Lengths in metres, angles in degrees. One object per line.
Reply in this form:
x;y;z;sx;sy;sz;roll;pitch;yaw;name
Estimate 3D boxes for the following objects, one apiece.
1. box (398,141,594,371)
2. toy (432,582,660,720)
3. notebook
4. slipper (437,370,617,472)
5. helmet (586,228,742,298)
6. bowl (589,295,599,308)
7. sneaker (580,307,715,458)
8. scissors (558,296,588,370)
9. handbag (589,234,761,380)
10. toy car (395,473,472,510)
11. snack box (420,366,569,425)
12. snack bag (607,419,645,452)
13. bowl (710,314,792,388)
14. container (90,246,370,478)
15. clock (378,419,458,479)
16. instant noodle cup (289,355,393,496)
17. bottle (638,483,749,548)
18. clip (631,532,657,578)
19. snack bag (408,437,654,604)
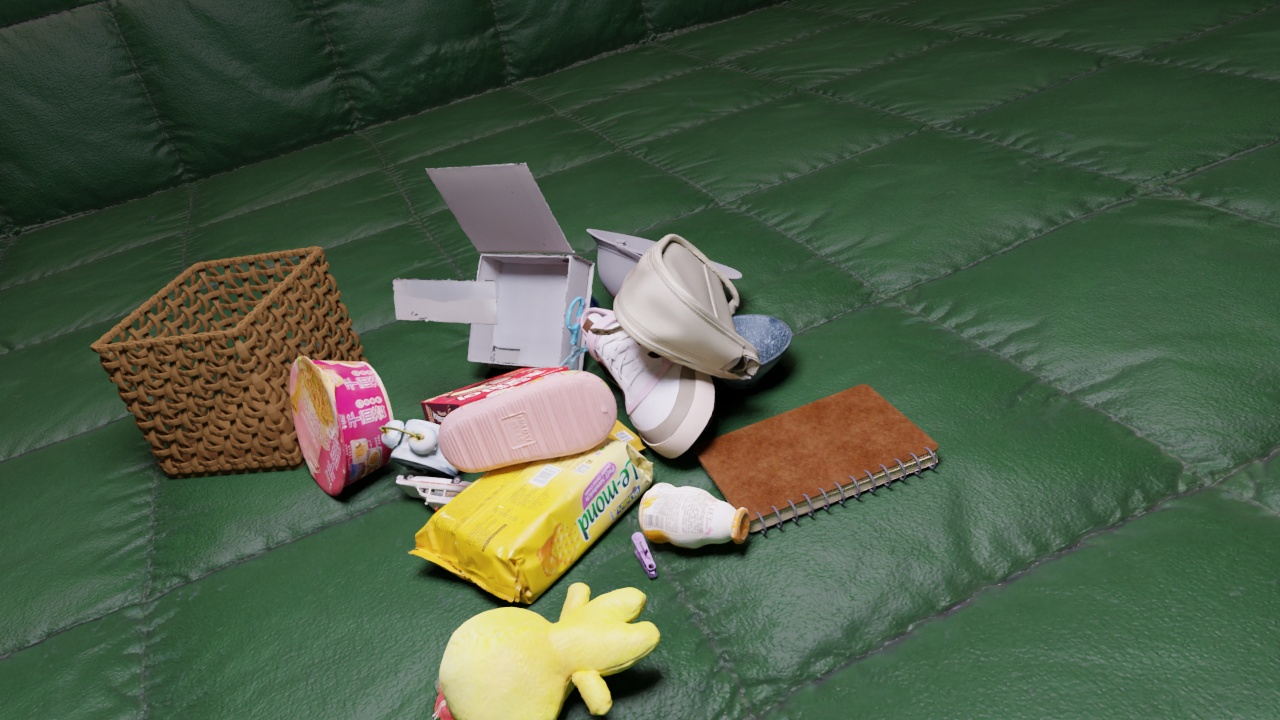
-0.182;-0.131;1.239;0.167;0.330;0.164;4;47;28;box
-0.087;0.257;0.794;0.207;0.092;0.133;-15;33;-7;toy
0.190;0.105;1.007;0.225;0.024;0.167;-19;29;-9;notebook
-0.125;0.060;1.014;0.197;0.093;0.081;-15;19;-2;slipper
0.019;-0.111;1.361;0.183;0.118;0.271;1;19;-46;helmet
-0.122;-0.089;1.431;0.110;0.055;0.110;-10;31;6;bowl
-0.007;0.007;1.121;0.112;0.116;0.293;-51;29;12;sneaker
-0.076;-0.025;1.246;0.015;0.135;0.129;31;27;33;scissors
0.046;-0.052;1.109;0.132;0.184;0.228;-47;21;22;handbag
-0.236;0.159;1.078;0.113;0.039;0.039;1;54;25;toy car
-0.183;0.048;1.173;0.151;0.036;0.133;-20;9;-32;snack box
-0.027;0.092;1.120;0.026;0.020;0.099;-22;30;-24;snack bag
0.129;-0.001;1.177;0.137;0.057;0.136;-10;30;6;bowl
-0.557;0.000;1.294;0.220;0.214;0.251;-5;31;13;container
-0.261;0.104;1.097;0.083;0.117;0.057;6;69;32;clock
-0.372;0.075;1.157;0.077;0.179;0.179;-14;25;-36;instant noodle cup
0.055;0.160;0.928;0.109;0.063;0.062;4;34;28;bottle
0.004;0.197;0.925;0.013;0.032;0.051;-19;32;-11;clip
-0.114;0.155;1.000;0.160;0.068;0.246;14;40;37;snack bag
